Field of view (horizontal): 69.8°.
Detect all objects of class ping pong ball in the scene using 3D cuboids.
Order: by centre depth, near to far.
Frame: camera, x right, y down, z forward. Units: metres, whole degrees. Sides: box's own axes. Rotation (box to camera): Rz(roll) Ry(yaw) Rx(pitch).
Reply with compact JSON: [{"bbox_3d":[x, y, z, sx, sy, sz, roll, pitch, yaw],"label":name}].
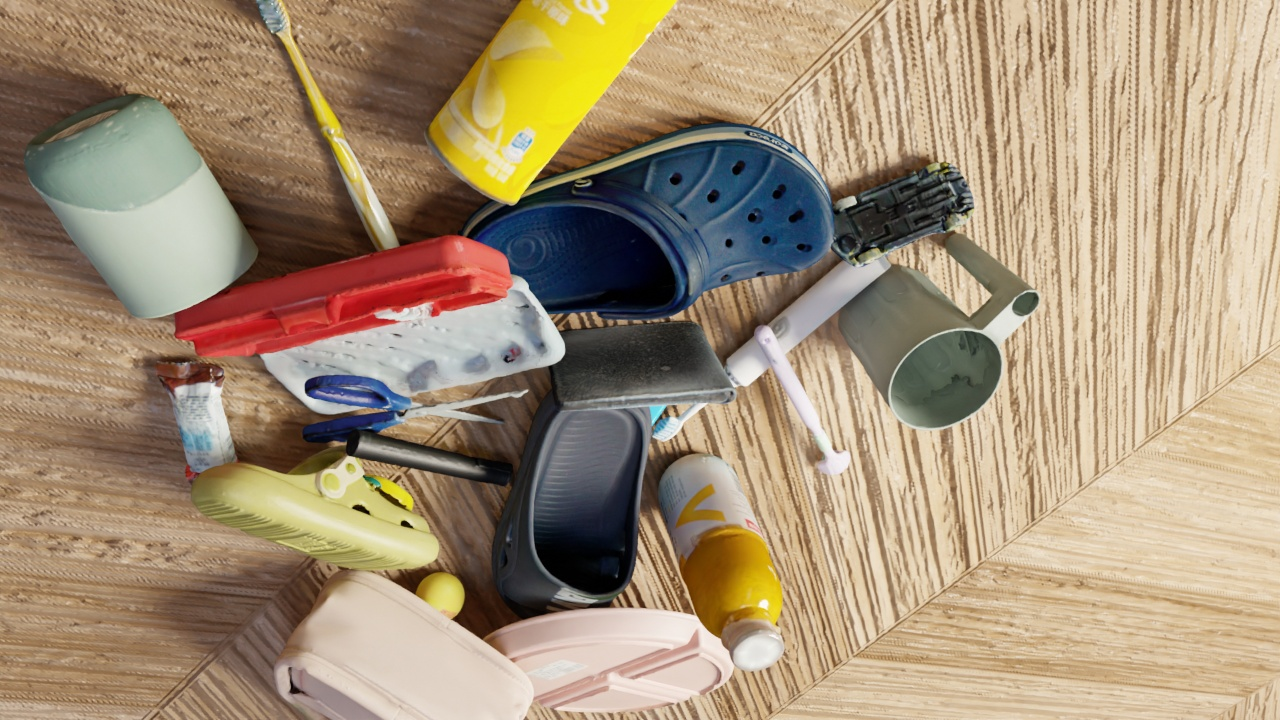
[{"bbox_3d":[-0.166,0.196,0.761,0.040,0.040,0.040,-5,123,-9],"label":"ping pong ball"}]

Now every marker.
[{"bbox_3d":[-0.152,0.073,0.678,0.132,0.020,0.022,19,142,-39],"label":"marker"}]

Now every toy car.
[{"bbox_3d":[0.179,-0.100,0.640,0.105,0.031,0.049,-21,79,-1],"label":"toy car"}]

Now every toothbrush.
[{"bbox_3d":[-0.186,-0.134,0.557,0.016,0.018,0.191,-17,124,1],"label":"toothbrush"},{"bbox_3d":[0.093,-0.009,0.692,0.221,0.026,0.026,-41,140,15],"label":"toothbrush"},{"bbox_3d":[0.125,0.033,0.710,0.029,0.021,0.189,-29,133,7],"label":"toothbrush"}]

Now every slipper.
[{"bbox_3d":[0.005,-0.080,0.590,0.253,0.095,0.105,-10,126,-1],"label":"slipper"},{"bbox_3d":[-0.220,0.098,0.656,0.092,0.081,0.190,-8,152,36],"label":"slipper"},{"bbox_3d":[-0.054,0.135,0.706,0.110,0.083,0.269,7,125,-11],"label":"slipper"}]

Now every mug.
[{"bbox_3d":[-0.298,-0.089,0.533,0.112,0.082,0.106,-2,129,26],"label":"mug"},{"bbox_3d":[0.211,-0.026,0.659,0.083,0.103,0.124,32,110,-27],"label":"mug"}]

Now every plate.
[{"bbox_3d":[-0.028,0.265,0.791,0.229,0.028,0.230,-1,145,-1],"label":"plate"}]

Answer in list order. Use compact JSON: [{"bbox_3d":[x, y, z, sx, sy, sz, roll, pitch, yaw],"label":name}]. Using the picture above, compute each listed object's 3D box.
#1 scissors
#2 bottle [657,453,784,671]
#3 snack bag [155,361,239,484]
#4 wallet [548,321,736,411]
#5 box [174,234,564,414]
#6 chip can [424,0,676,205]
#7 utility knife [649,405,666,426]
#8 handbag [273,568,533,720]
[{"bbox_3d":[-0.167,0.034,0.639,0.176,0.012,0.162,-14,159,16],"label":"scissors"},{"bbox_3d":[0.061,0.146,0.687,0.068,0.189,0.068,-5,122,-9],"label":"bottle"},{"bbox_3d":[-0.307,0.047,0.644,0.045,0.026,0.105,1,122,-2],"label":"snack bag"},{"bbox_3d":[-0.004,0.004,0.637,0.120,0.097,0.019,-4,119,-10],"label":"wallet"},{"bbox_3d":[-0.165,-0.020,0.580,0.201,0.060,0.161,-12,156,16],"label":"box"},{"bbox_3d":[-0.035,-0.191,0.521,0.072,0.072,0.214,33,111,-28],"label":"chip can"},{"bbox_3d":[-0.021,0.074,0.727,0.034,0.018,0.192,19,118,-23],"label":"utility knife"},{"bbox_3d":[-0.213,0.288,0.758,0.193,0.093,0.235,35,134,-5],"label":"handbag"}]
